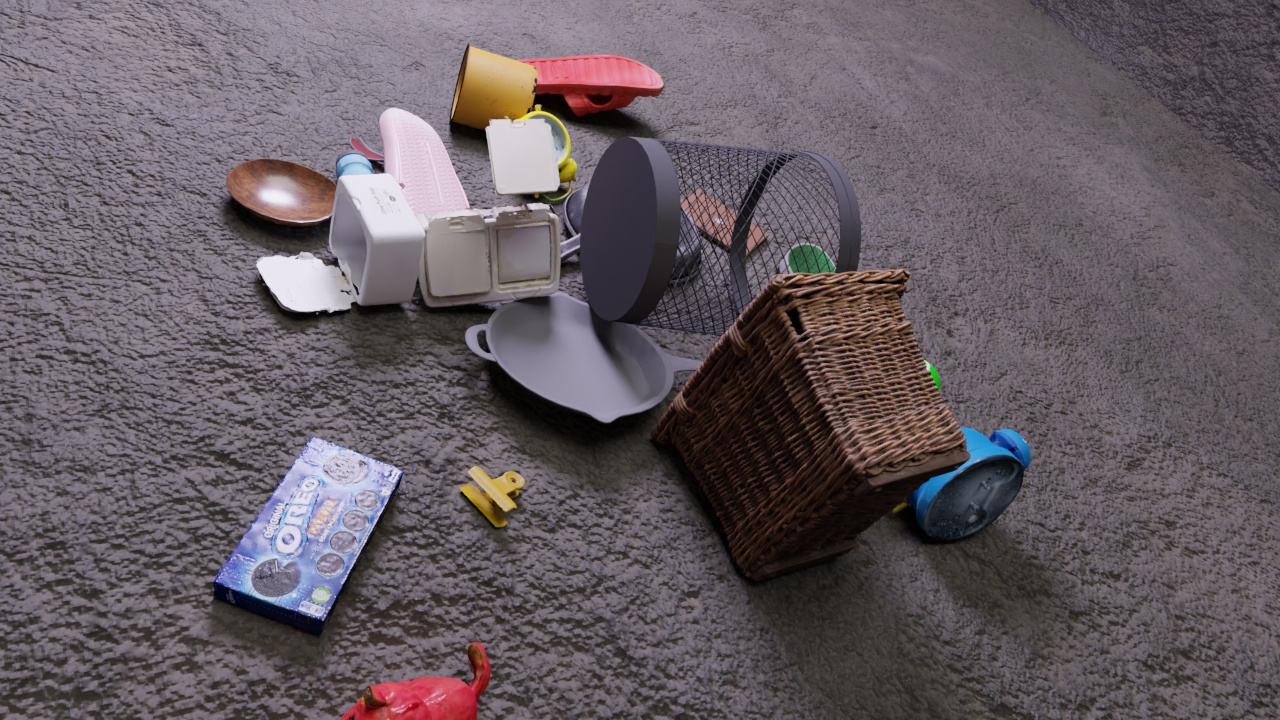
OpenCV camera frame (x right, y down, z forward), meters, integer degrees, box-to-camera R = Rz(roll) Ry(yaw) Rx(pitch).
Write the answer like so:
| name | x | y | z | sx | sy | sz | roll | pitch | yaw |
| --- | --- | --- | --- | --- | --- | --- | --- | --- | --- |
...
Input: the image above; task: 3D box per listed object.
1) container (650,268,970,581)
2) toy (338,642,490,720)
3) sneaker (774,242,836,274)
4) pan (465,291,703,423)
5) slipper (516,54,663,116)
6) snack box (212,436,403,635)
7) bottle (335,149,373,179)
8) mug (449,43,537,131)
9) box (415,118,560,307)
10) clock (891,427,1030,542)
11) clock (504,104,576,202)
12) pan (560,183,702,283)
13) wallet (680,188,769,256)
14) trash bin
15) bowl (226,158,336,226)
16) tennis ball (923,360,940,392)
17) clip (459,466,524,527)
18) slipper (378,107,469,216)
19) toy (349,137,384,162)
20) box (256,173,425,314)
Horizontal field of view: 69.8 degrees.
| name | x | y | z | sx | sy | sz | roll | pitch | yaw |
| --- | --- | --- | --- | --- | --- | --- | --- | --- | --- |
| container | 0.152 | 0.066 | 0.819 | 0.162 | 0.251 | 0.183 | -7 | 59 | -32 |
| toy | -0.136 | 0.231 | 0.595 | 0.088 | 0.094 | 0.132 | 40 | 41 | 17 |
| sneaker | 0.221 | -0.018 | 1.074 | 0.084 | 0.079 | 0.235 | -14 | 70 | -22 |
| pan | -0.005 | 0.005 | 0.945 | 0.354 | 0.024 | 0.216 | 6 | 35 | -23 |
| slipper | -0.092 | -0.392 | 1.320 | 0.248 | 0.059 | 0.103 | 0 | 43 | -5 |
| snack box | -0.248 | 0.128 | 0.699 | 0.082 | 0.027 | 0.149 | 21 | 40 | -4 |
| bottle | -0.306 | -0.184 | 0.998 | 0.040 | 0.040 | 0.130 | -2 | 47 | -29 |
| mug | -0.192 | -0.345 | 1.196 | 0.094 | 0.100 | 0.124 | 12 | 1 | -18 |
| box | -0.145 | -0.133 | 0.890 | 0.143 | 0.187 | 0.070 | -9 | 35 | -17 |
| clock | 0.339 | 0.125 | 0.941 | 0.161 | 0.117 | 0.060 | 0 | 34 | -28 |
| clock | -0.126 | -0.253 | 1.140 | 0.083 | 0.057 | 0.119 | -32 | 102 | -35 |
| pan | -0.060 | -0.140 | 1.079 | 0.187 | 0.055 | 0.355 | 45 | 40 | 20 |
| wallet | 0.107 | -0.186 | 1.232 | 0.121 | 0.013 | 0.087 | 35 | 41 | 12 |
| trash bin | 0.076 | -0.129 | 0.986 | 0.227 | 0.218 | 0.217 | 2 | 45 | -26 |
| bowl | -0.371 | -0.168 | 0.958 | 0.114 | 0.026 | 0.101 | 22 | 39 | -3 |
| tennis ball | 0.314 | 0.029 | 1.066 | 0.065 | 0.066 | 0.065 | 14 | 41 | -13 |
| clip | -0.121 | 0.110 | 0.784 | 0.049 | 0.045 | 0.054 | -41 | 68 | -21 |
| slipper | -0.241 | -0.183 | 0.996 | 0.106 | 0.056 | 0.221 | 14 | 51 | -50 |
| toy | -0.281 | -0.227 | 1.064 | 0.111 | 0.030 | 0.049 | 22 | 11 | -8 |
| box | -0.296 | -0.105 | 0.882 | 0.136 | 0.121 | 0.109 | -7 | 49 | -35 |
